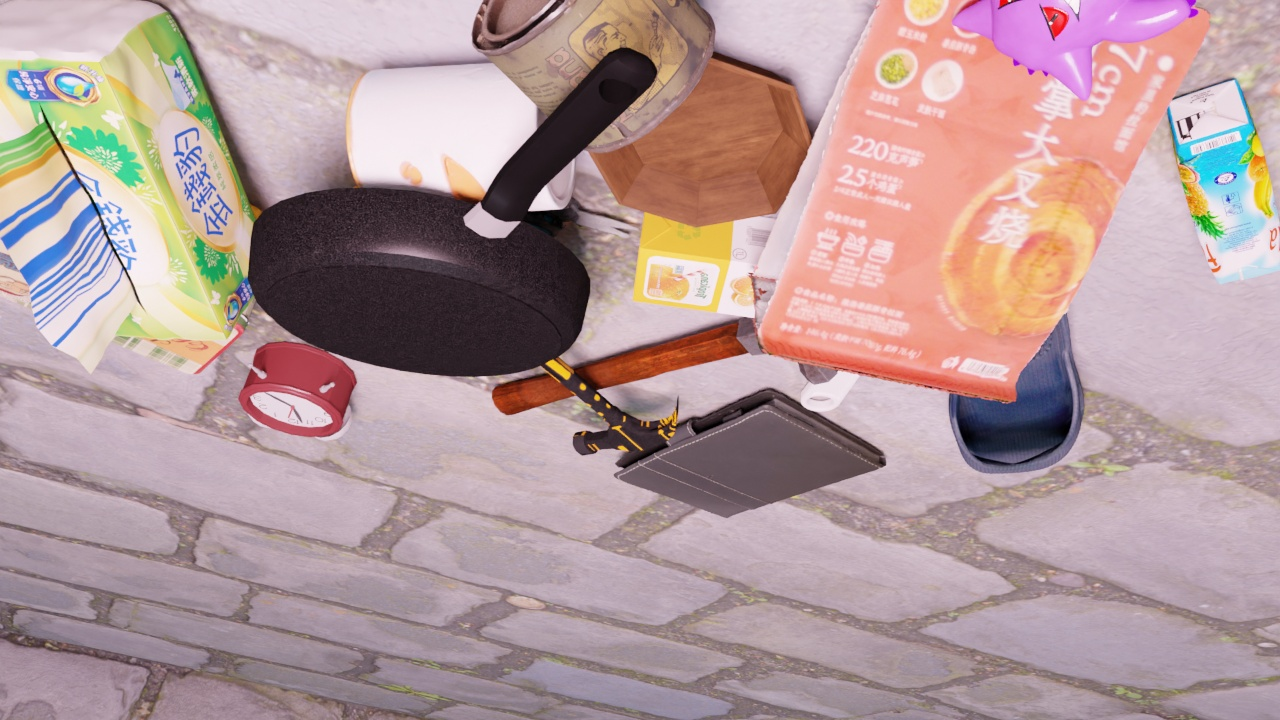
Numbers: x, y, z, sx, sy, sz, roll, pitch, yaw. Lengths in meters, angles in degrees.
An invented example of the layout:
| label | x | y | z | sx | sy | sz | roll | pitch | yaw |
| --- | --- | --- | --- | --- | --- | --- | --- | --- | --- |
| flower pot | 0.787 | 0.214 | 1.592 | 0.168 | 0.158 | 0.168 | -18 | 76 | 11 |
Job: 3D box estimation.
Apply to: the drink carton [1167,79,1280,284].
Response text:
| label | x | y | z | sx | sy | sz | roll | pitch | yaw |
| --- | --- | --- | --- | --- | --- | --- | --- | --- | --- |
| drink carton | 0.322 | -0.093 | 0.503 | 0.039 | 0.044 | 0.129 | -16 | 140 | 33 |

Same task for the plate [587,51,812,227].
| label | x | y | z | sx | sy | sz | roll | pitch | yaw |
| --- | --- | --- | --- | --- | --- | --- | --- | --- | --- |
| plate | 0.034 | -0.128 | 0.523 | 0.131 | 0.025 | 0.131 | 5 | 148 | 3 |

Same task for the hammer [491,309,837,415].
| label | x | y | z | sx | sy | sz | roll | pitch | yaw |
| --- | --- | --- | --- | --- | --- | --- | --- | --- | --- |
| hammer | -0.004 | 0.004 | 0.736 | 0.301 | 0.028 | 0.111 | -15 | 135 | 35 |

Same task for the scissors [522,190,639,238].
| label | x | y | z | sx | sy | sz | roll | pitch | yaw |
| --- | --- | --- | --- | --- | --- | --- | --- | --- | --- |
| scissors | -0.078 | -0.105 | 0.593 | 0.126 | 0.019 | 0.144 | -13 | 145 | 28 |

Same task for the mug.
| label | x | y | z | sx | sy | sz | roll | pitch | yaw |
| --- | --- | --- | --- | --- | --- | --- | --- | --- | --- |
| mug | -0.096 | -0.122 | 0.509 | 0.105 | 0.082 | 0.082 | 0 | 147 | 12 |

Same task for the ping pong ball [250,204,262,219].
| label | x | y | z | sx | sy | sz | roll | pitch | yaw |
| --- | --- | --- | --- | --- | --- | --- | --- | --- | --- |
| ping pong ball | -0.279 | -0.090 | 0.638 | 0.040 | 0.040 | 0.040 | 6 | 148 | 3 |

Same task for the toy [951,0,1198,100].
| label | x | y | z | sx | sy | sz | roll | pitch | yaw |
| --- | --- | --- | --- | --- | --- | --- | --- | --- | --- |
| toy | 0.184 | -0.165 | 0.392 | 0.106 | 0.055 | 0.088 | 42 | 125 | 23 |

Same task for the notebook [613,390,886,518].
| label | x | y | z | sx | sy | sz | roll | pitch | yaw |
| --- | --- | --- | --- | --- | --- | --- | --- | --- | --- |
| notebook | 0.096 | 0.096 | 0.869 | 0.169 | 0.029 | 0.210 | 27 | 140 | -32 |

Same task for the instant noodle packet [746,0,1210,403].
| label | x | y | z | sx | sy | sz | roll | pitch | yaw |
| --- | --- | --- | --- | --- | --- | --- | --- | --- | --- |
| instant noodle packet | 0.169 | -0.095 | 0.486 | 0.164 | 0.083 | 0.221 | 12 | 128 | -8 |

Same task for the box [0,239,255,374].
| label | x | y | z | sx | sy | sz | roll | pitch | yaw |
| --- | --- | --- | --- | --- | --- | --- | --- | --- | --- |
| box | -0.412 | -0.064 | 0.702 | 0.205 | 0.050 | 0.118 | 31 | 142 | -34 |

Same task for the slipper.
| label | x | y | z | sx | sy | sz | roll | pitch | yaw |
| --- | --- | --- | --- | --- | --- | --- | --- | --- | --- |
| slipper | 0.281 | 0.035 | 0.682 | 0.101 | 0.082 | 0.264 | -8 | 145 | 20 |

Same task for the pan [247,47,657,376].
| label | x | y | z | sx | sy | sz | roll | pitch | yaw |
| --- | --- | --- | --- | --- | --- | --- | --- | --- | --- |
| pan | -0.094 | -0.058 | 0.501 | 0.204 | 0.044 | 0.357 | 15 | 158 | -28 |

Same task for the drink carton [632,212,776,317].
| label | x | y | z | sx | sy | sz | roll | pitch | yaw |
| --- | --- | --- | --- | --- | --- | --- | --- | --- | --- |
| drink carton | 0.060 | -0.063 | 0.608 | 0.122 | 0.040 | 0.059 | 8 | 148 | 0 |

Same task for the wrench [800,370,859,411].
| label | x | y | z | sx | sy | sz | roll | pitch | yaw |
| --- | --- | --- | --- | --- | --- | --- | --- | --- | --- |
| wrench | 0.171 | -0.027 | 0.666 | 0.066 | 0.018 | 0.274 | 10 | 149 | -5 |

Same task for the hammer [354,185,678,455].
| label | x | y | z | sx | sy | sz | roll | pitch | yaw |
| --- | --- | --- | --- | --- | --- | --- | --- | --- | --- |
| hammer | -0.089 | -0.020 | 0.685 | 0.123 | 0.036 | 0.320 | -16 | 136 | 35 |

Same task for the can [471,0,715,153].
| label | x | y | z | sx | sy | sz | roll | pitch | yaw |
| --- | --- | --- | --- | --- | --- | --- | --- | --- | --- |
| can | -0.023 | -0.157 | 0.431 | 0.090 | 0.089 | 0.074 | -18 | 139 | 35 |

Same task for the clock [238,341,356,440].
| label | x | y | z | sx | sy | sz | roll | pitch | yaw |
| --- | --- | --- | --- | --- | --- | --- | --- | --- | --- |
| clock | -0.311 | 0.034 | 0.835 | 0.096 | 0.048 | 0.138 | 14 | 146 | -11 |

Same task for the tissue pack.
| label | x | y | z | sx | sy | sz | roll | pitch | yaw |
| --- | --- | --- | --- | --- | --- | --- | --- | --- | --- |
| tissue pack | -0.310 | -0.085 | 0.520 | 0.120 | 0.141 | 0.198 | -1 | 133 | 11 |
